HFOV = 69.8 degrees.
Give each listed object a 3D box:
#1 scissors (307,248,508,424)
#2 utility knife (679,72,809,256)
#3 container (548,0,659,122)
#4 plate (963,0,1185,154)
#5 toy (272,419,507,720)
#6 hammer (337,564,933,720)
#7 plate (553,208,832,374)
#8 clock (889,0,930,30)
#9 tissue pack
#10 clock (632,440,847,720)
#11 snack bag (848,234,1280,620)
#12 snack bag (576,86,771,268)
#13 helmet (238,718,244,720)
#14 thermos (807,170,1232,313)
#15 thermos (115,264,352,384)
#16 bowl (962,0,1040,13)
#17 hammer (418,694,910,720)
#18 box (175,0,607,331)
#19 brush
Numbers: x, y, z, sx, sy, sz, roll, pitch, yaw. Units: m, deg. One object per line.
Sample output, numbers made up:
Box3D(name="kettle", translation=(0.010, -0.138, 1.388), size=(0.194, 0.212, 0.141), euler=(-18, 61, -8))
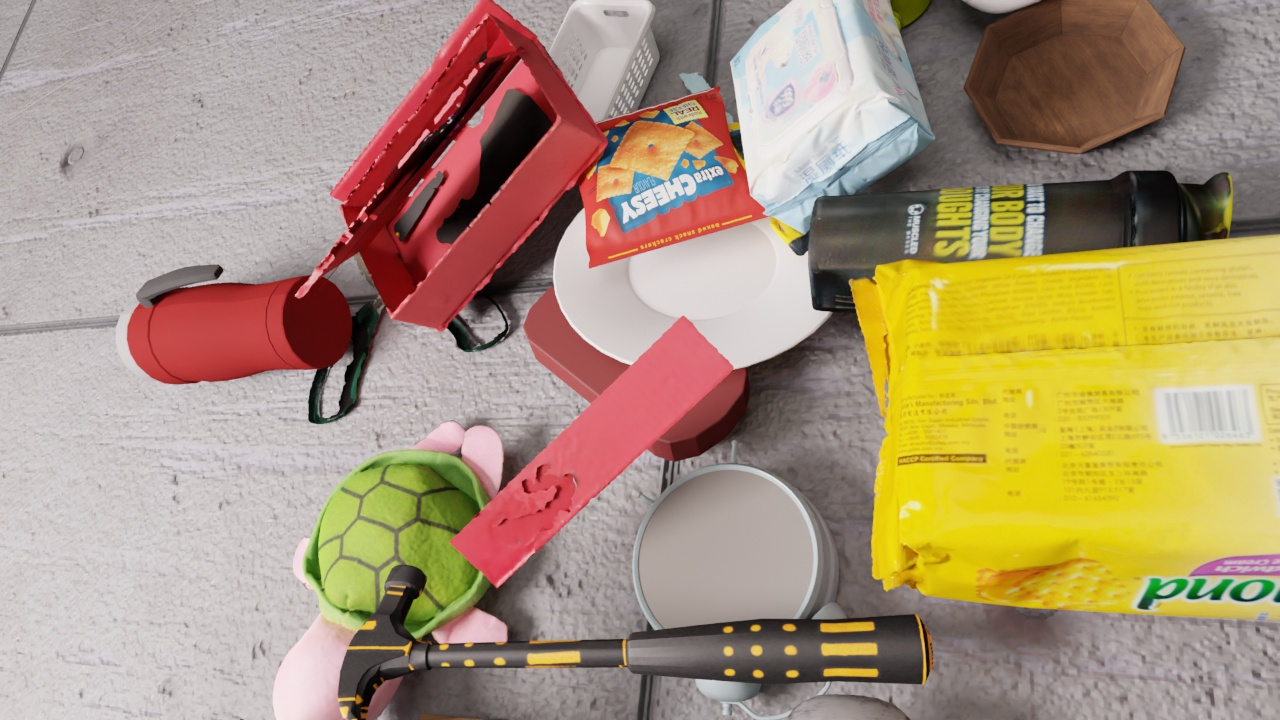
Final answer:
Box3D(name="scissors", translation=(-0.190, -0.033, 0.760), size=(0.205, 0.015, 0.201), euler=(8, 73, 28))
Box3D(name="utility knife", translation=(0.076, -0.155, 0.684), size=(0.030, 0.019, 0.224), euler=(-16, 49, -13))
Box3D(name="container", translation=(-0.036, -0.231, 0.757), size=(0.081, 0.049, 0.129), euler=(15, 75, 28))
Box3D(name="plate", translation=(0.286, -0.187, 0.609), size=(0.131, 0.025, 0.131), euler=(-9, 64, 20))
Box3D(name="toy", translation=(-0.173, 0.146, 0.631), size=(0.190, 0.088, 0.237), euler=(18, 69, 21))
Box3D(name="hammer", translation=(-0.007, 0.161, 0.496), size=(0.321, 0.036, 0.123), euler=(-3, 37, 8))
Box3D(name="plate", translation=(0.043, -0.070, 0.644), size=(0.209, 0.015, 0.208), euler=(-5, 51, 6))
Box3D(name="clock", translation=(0.170, -0.280, 0.684), size=(0.083, 0.057, 0.119), euler=(34, 84, 31))
Box3D(name="tissue pack", translation=(0.121, -0.183, 0.617), size=(0.112, 0.070, 0.181), euler=(-36, 43, 37))
Box3D(name="clock", translation=(0.061, 0.135, 0.556), size=(0.123, 0.045, 0.159), euler=(-30, 59, 10))
Box3D(name="snack bag", translation=(0.211, 0.022, 0.381), size=(0.248, 0.068, 0.159), euler=(-4, 68, 23))
Box3D(name="snack bag", translation=(0.014, -0.134, 0.662), size=(0.131, 0.039, 0.143), euler=(-16, 53, 2))
Box3D(name="helmet", translation=(-0.103, 0.277, 0.515), size=(0.117, 0.184, 0.271), euler=(-34, 67, -30))
Box3D(name="thermos", translation=(0.213, -0.060, 0.537), size=(0.221, 0.098, 0.098), euler=(2, 69, 18))
Box3D(name="thermos", translation=(-0.351, -0.033, 0.771), size=(0.199, 0.108, 0.083), euler=(-4, 46, 26))
Box3D(name="bowl", translation=(0.265, -0.274, 0.625), size=(0.115, 0.050, 0.114), euler=(-25, 18, 9))
Box3D(name="hammer", translation=(-0.002, 0.233, 0.531), size=(0.329, 0.052, 0.098), euler=(-4, 97, 29))
Box3D(name="box", translation=(-0.249, -0.259, 0.698), size=(0.478, 0.170, 0.215), euler=(44, 112, -6))
Box3D(name="brush", translation=(-0.004, 0.004, 0.635), size=(0.082, 0.042, 0.173), euler=(-41, 56, -19))
